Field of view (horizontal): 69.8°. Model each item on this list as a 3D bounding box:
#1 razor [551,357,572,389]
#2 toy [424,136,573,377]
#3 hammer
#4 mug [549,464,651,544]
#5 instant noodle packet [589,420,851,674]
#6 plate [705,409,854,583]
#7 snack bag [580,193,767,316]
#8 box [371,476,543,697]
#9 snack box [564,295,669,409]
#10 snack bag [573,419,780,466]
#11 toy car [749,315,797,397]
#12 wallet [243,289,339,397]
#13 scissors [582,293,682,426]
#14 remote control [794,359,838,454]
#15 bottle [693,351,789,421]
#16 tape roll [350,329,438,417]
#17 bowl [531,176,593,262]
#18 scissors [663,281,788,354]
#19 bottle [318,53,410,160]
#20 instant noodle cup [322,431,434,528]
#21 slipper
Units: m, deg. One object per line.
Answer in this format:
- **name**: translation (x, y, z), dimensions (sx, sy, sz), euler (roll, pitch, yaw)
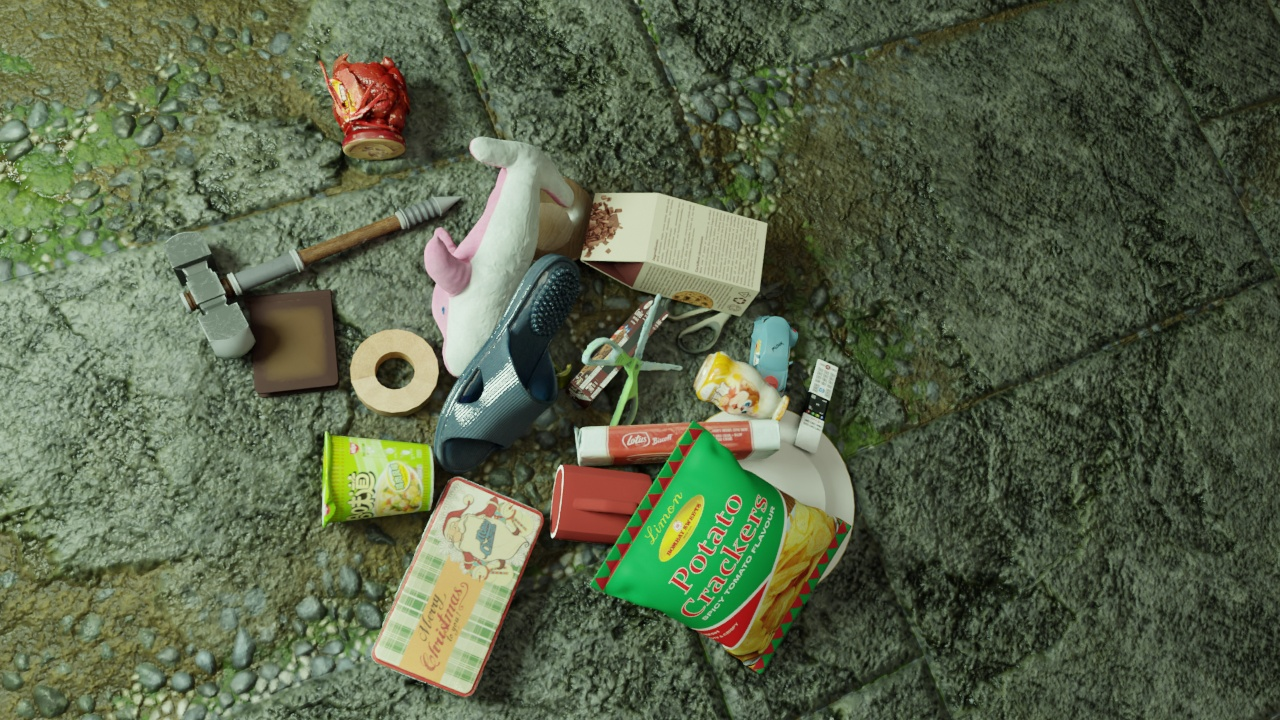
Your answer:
- **razor**: translation (-0.118, -0.015, 1.056), dimensions (0.026, 0.042, 0.106), euler (-39, 77, -16)
- **toy**: translation (-0.178, -0.115, 1.017), dimensions (0.186, 0.128, 0.265), euler (20, 91, -49)
- **hammer**: translation (-0.347, -0.126, 1.026), dimensions (0.321, 0.043, 0.156), euler (-27, 75, -22)
- **mug**: translation (-0.041, 0.155, 0.983), dimensions (0.096, 0.116, 0.080), euler (8, 79, -11)
- **instant noodle packet**: translation (0.095, 0.207, 0.982), dimensions (0.252, 0.090, 0.195), euler (34, 86, -26)
- **plate**: translation (0.146, 0.162, 1.072), dimensions (0.229, 0.021, 0.229), euler (3, 75, -12)
- **snack bag**: translation (0.037, -0.133, 1.091), dimensions (0.206, 0.070, 0.094), euler (14, 65, -8)
- **box**: translation (-0.189, 0.236, 0.966), dimensions (0.117, 0.050, 0.205), euler (25, 73, -4)
- **snack box**: translation (-0.027, -0.009, 1.062), dimensions (0.032, 0.051, 0.140), euler (42, 71, 0)
- **snack bag**: translation (0.039, 0.092, 1.022), dimensions (0.225, 0.077, 0.041), euler (-3, 75, -5)
- **toy car**: translation (0.161, -0.005, 1.114), dimensions (0.060, 0.028, 0.107), euler (11, 74, -9)
- **wallet**: translation (-0.382, -0.020, 1.008), dimensions (0.091, 0.018, 0.115), euler (-7, 74, -13)
- **scissors**: translation (-0.006, 0.006, 1.034), dimensions (0.171, 0.021, 0.171), euler (5, 106, -46)
- **remote control**: translation (0.211, 0.055, 1.107), dimensions (0.028, 0.012, 0.124), euler (24, 61, -5)
- **bottle**: translation (0.119, 0.035, 1.074), dimensions (0.108, 0.063, 0.063), euler (26, 72, -1)
- **tape roll**: translation (-0.271, 0.014, 1.015), dimensions (0.094, 0.027, 0.094), euler (3, 75, -12)
- **bowl**: translation (-0.110, -0.163, 1.094), dimensions (0.117, 0.030, 0.117), euler (3, 76, -11)
- **scissors**: translation (0.101, -0.073, 1.126), dimensions (0.132, 0.013, 0.169), euler (38, 72, -1)
- **bottle**: translation (-0.312, -0.294, 1.047), dimensions (0.099, 0.099, 0.111), euler (-5, 83, -14)
- **instant noodle cup**: translation (-0.275, 0.123, 0.957), dimensions (0.107, 0.099, 0.098), euler (1, 76, -21)
- **slipper**: translation (-0.121, 0.014, 0.982), dimensions (0.082, 0.101, 0.263), euler (27, 87, 31)
